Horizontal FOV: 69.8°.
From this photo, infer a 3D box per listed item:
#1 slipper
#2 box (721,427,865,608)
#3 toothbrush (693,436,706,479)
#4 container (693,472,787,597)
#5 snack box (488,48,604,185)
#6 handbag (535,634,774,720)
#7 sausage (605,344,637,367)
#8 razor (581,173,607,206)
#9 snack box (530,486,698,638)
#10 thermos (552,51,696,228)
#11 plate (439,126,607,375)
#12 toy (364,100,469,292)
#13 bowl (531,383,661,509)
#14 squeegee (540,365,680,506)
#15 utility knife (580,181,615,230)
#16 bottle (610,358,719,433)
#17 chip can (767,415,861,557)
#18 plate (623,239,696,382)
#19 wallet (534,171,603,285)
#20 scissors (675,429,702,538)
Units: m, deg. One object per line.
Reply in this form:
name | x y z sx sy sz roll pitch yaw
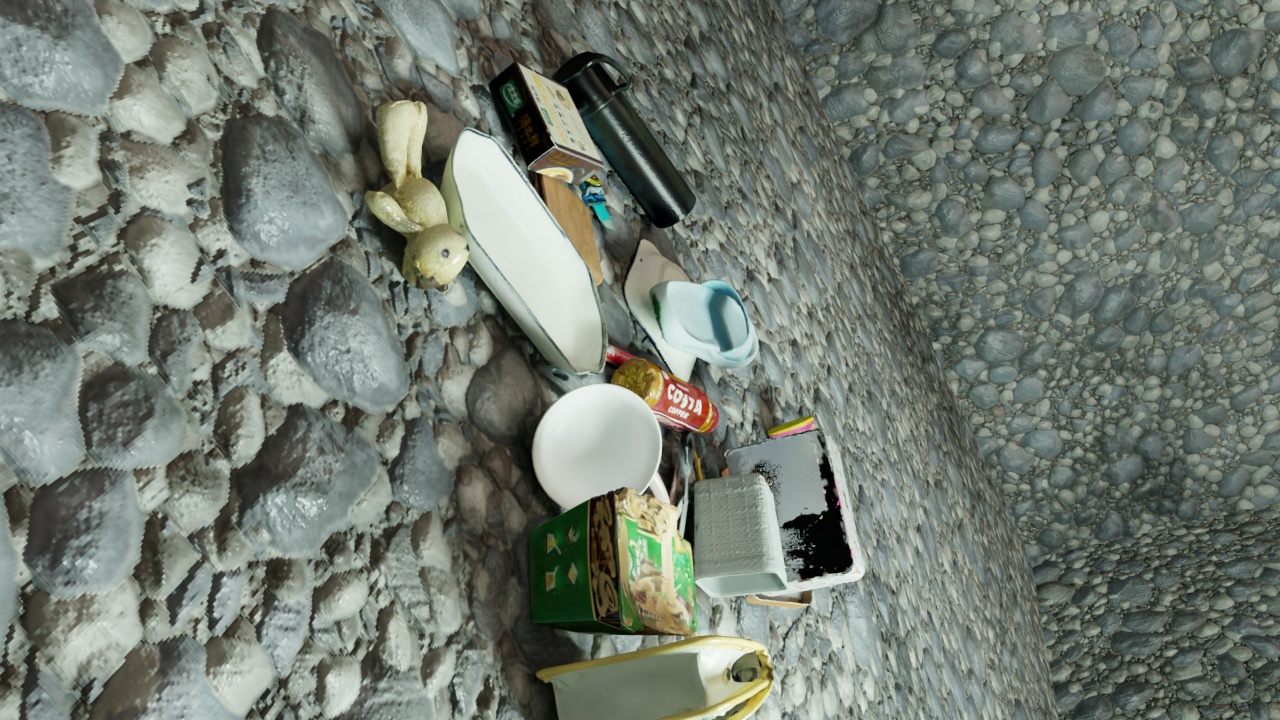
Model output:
slipper | 0.091 -0.054 1.130 0.245 0.074 0.104 11 61 -60
box | 0.192 0.205 1.135 0.193 0.157 0.182 36 42 -59
toothbrush | 0.084 0.179 1.083 0.016 0.018 0.191 23 51 -55
container | 0.108 0.192 1.011 0.090 0.090 0.114 57 28 -58
snack box | -0.103 -0.259 0.993 0.125 0.053 0.113 1 61 -62
handbag | 0.026 0.265 0.733 0.178 0.164 0.063 27 50 -55
sausage | -0.006 0.006 1.037 0.155 0.020 0.020 28 47 -55
razor | -0.073 -0.249 1.071 0.042 0.022 0.142 -20 87 -60
snack box | -0.028 0.179 0.761 0.118 0.106 0.117 33 45 -49
thermos | -0.009 -0.279 1.169 0.242 0.090 0.068 50 48 -35
plate | -0.110 -0.094 0.871 0.266 0.034 0.161 54 25 -36
toy | -0.180 -0.134 0.745 0.105 0.066 0.157 3 75 -81
bowl | -0.046 0.074 0.834 0.118 0.118 0.065 61 -11 -15
squeegee | -0.019 0.094 0.924 0.249 0.040 0.247 55 29 -26
utility knife | -0.072 -0.223 1.092 0.157 0.013 0.029 62 24 -7
bottle | 0.034 0.047 1.041 0.174 0.058 0.057 28 47 -55
chip can | 0.257 0.192 1.355 0.071 0.072 0.210 -18 88 -65
plate | 0.042 -0.068 1.174 0.164 0.034 0.163 57 28 -26
wallet | -0.081 -0.150 1.012 0.101 0.020 0.115 35 39 -52
scissors | 0.050 0.150 1.006 0.175 0.014 0.159 45 40 -68
